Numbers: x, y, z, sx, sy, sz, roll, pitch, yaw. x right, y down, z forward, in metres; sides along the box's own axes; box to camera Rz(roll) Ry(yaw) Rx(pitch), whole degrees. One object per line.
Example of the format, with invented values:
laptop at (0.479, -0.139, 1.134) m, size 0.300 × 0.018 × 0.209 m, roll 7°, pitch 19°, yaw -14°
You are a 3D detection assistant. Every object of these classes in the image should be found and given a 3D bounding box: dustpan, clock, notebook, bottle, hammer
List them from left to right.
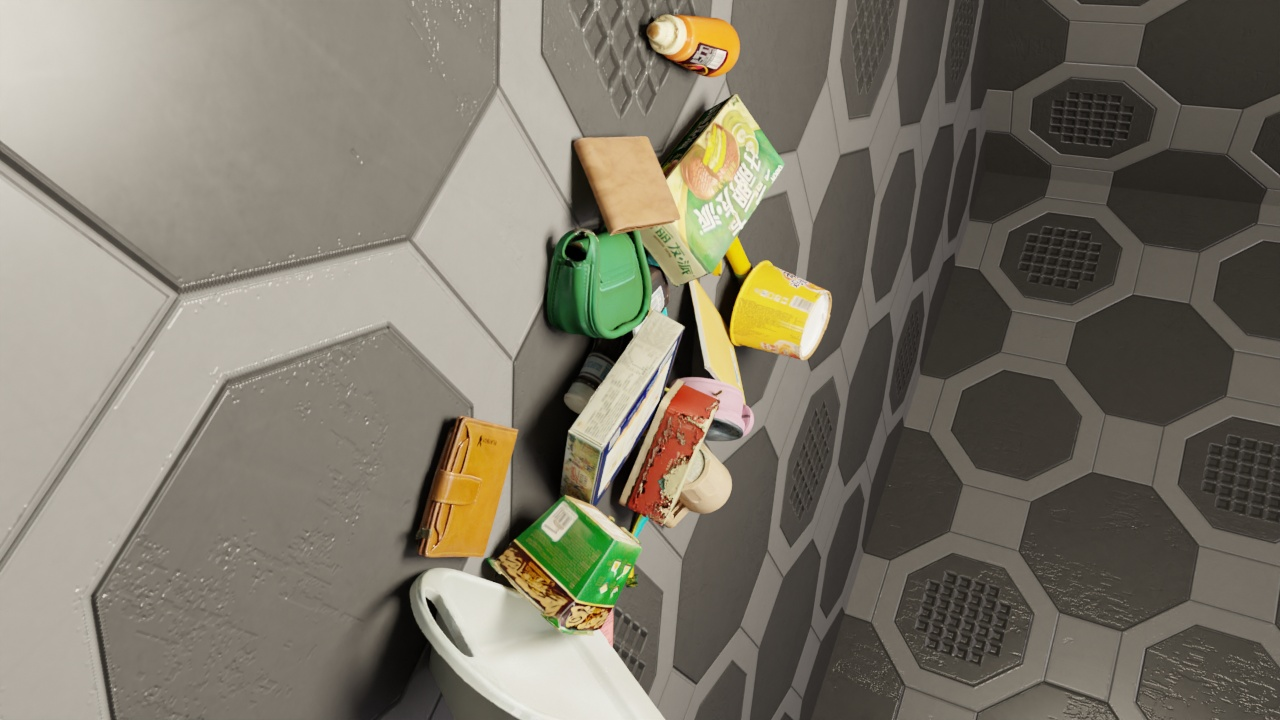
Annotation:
dustpan at (-0.092, 0.273, 0.852) m, size 0.257 × 0.223 × 0.143 m, roll -1°, pitch 116°, yaw -34°
bottle at (-0.027, -0.023, 1.053) m, size 0.194 × 0.044 × 0.080 m, roll -60°, pitch 154°, yaw -29°
bottle at (0.055, -0.361, 1.036) m, size 0.149 × 0.067 × 0.067 m, roll -13°, pitch 114°, yaw -54°
clock at (0.093, 0.073, 1.266) m, size 0.158 × 0.117 × 0.059 m, roll 47°, pitch 49°, yaw -59°
notebook at (0.111, -0.019, 1.296) m, size 0.206 × 0.010 × 0.145 m, roll 45°, pitch 32°, yaw -61°
hammer at (0.151, -0.137, 1.372) m, size 0.128 × 0.033 × 0.301 m, roll -68°, pitch 153°, yaw -16°

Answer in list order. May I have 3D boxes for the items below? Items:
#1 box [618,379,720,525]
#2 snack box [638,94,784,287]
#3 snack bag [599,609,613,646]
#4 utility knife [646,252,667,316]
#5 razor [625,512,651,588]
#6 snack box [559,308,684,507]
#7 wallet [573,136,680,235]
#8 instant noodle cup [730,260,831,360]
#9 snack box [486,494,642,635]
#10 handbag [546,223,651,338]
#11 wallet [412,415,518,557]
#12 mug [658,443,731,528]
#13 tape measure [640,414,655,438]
box at (0.044, 0.121, 1.163) m, size 0.169 × 0.080 × 0.091 m, roll -69°, pitch 170°, yaw 25°
snack box at (0.079, -0.207, 1.102) m, size 0.114 × 0.063 × 0.239 m, roll 50°, pitch 50°, yaw -20°
snack bag at (-0.057, 0.316, 1.126) m, size 0.128 × 0.073 × 0.208 m, roll -82°, pitch -179°, yaw -85°
utility knife at (0.022, -0.076, 1.164) m, size 0.029 × 0.013 × 0.151 m, roll -55°, pitch 145°, yaw -43°
razor at (0.000, 0.243, 1.255) m, size 0.043 × 0.028 × 0.132 m, roll -52°, pitch 157°, yaw -85°
snack box at (-0.023, 0.062, 1.023) m, size 0.177 × 0.046 × 0.183 m, roll -56°, pitch 170°, yaw -31°
wallet at (-0.011, -0.185, 0.955) m, size 0.115 × 0.020 × 0.101 m, roll -18°, pitch 86°, yaw -50°
instant noodle cup at (0.214, -0.069, 1.370) m, size 0.137 × 0.110 × 0.138 m, roll -44°, pitch 146°, yaw -41°
snack box at (-0.070, 0.208, 0.961) m, size 0.105 × 0.118 × 0.117 m, roll -54°, pitch 153°, yaw -1°
handbag at (-0.040, -0.088, 0.963) m, size 0.131 × 0.068 × 0.120 m, roll -33°, pitch 130°, yaw -56°
wallet at (-0.166, 0.119, 0.858) m, size 0.119 × 0.035 × 0.130 m, roll 28°, pitch 76°, yaw -70°
mug at (0.063, 0.179, 1.312) m, size 0.124 × 0.084 × 0.103 m, roll -45°, pitch 148°, yaw -4°
tape measure at (0.000, 0.067, 1.169) m, size 0.060 × 0.029 × 0.057 m, roll -68°, pitch 153°, yaw -16°
